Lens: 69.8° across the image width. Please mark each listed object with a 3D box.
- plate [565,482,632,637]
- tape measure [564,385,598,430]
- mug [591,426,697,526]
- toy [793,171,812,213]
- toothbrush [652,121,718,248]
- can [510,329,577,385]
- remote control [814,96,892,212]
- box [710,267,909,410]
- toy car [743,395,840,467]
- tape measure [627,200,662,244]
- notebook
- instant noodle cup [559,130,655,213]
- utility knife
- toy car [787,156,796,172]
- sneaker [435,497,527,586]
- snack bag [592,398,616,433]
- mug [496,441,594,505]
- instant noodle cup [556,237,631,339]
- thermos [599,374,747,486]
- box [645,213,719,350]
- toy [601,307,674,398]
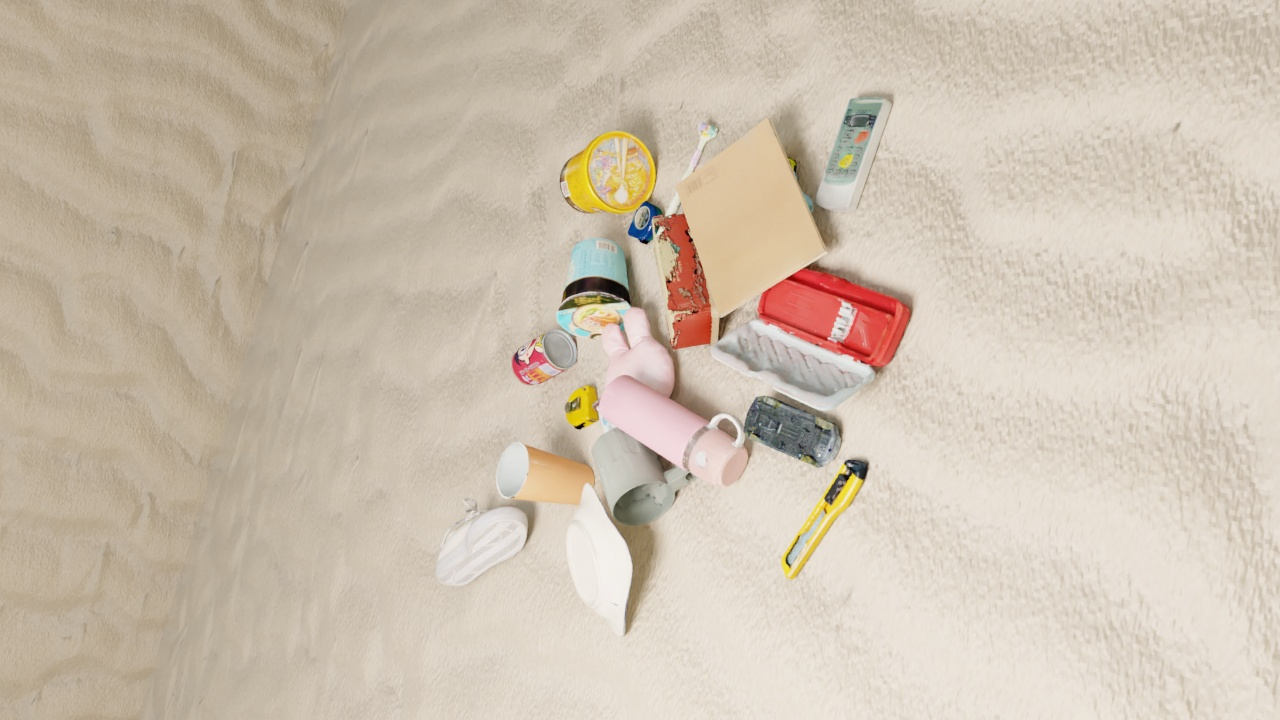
[{"bbox_3d":[-0.060,0.258,1.174,0.163,0.034,0.165,-128,37,-48],"label":"plate"},{"bbox_3d":[-0.088,0.069,1.344,0.057,0.029,0.060,-29,54,42],"label":"tape measure"},{"bbox_3d":[0.006,0.136,1.171,0.124,0.084,0.103,-31,46,6],"label":"mug"},{"bbox_3d":[0.135,-0.172,1.144,0.156,0.049,0.162,42,117,41],"label":"toy"},{"bbox_3d":[0.059,-0.244,1.297,0.020,0.029,0.190,-42,-23,-79],"label":"toothbrush"},{"bbox_3d":[-0.152,-0.003,1.421,0.094,0.066,0.066,-27,56,43],"label":"can"},{"bbox_3d":[0.245,-0.238,1.062,0.056,0.019,0.135,21,93,52],"label":"remote control"},{"bbox_3d":[0.185,-0.026,1.016,0.159,0.065,0.201,-52,38,-7],"label":"box"},{"bbox_3d":[0.168,0.078,1.017,0.121,0.036,0.054,22,93,43],"label":"toy car"},{"bbox_3d":[0.010,-0.200,1.334,0.054,0.025,0.058,36,108,49],"label":"tape measure"},{"bbox_3d":[0.126,-0.174,1.107,0.150,0.012,0.211,-32,56,26],"label":"notebook"},{"bbox_3d":[-0.057,-0.274,1.380,0.115,0.118,0.118,1,76,59],"label":"instant noodle cup"},{"bbox_3d":[0.191,0.166,0.967,0.154,0.015,0.033,-61,36,15],"label":"utility knife"},{"bbox_3d":[0.153,-0.240,1.167,0.105,0.032,0.048,21,92,51],"label":"toy car"},{"bbox_3d":[-0.246,0.265,1.422,0.243,0.089,0.090,-43,41,41],"label":"sneaker"},{"bbox_3d":[-0.037,0.087,1.275,0.048,0.026,0.104,-45,44,22],"label":"snack bag"},{"bbox_3d":[-0.129,0.164,1.279,0.078,0.122,0.078,-25,56,44],"label":"mug"},{"bbox_3d":[-0.064,-0.109,1.335,0.111,0.111,0.120,-34,43,39],"label":"instant noodle cup"},{"bbox_3d":[0.042,0.077,1.113,0.199,0.067,0.087,28,107,38],"label":"thermos"},{"bbox_3d":[0.049,-0.103,1.174,0.091,0.077,0.168,85,176,-59],"label":"box"},{"bbox_3d":[-0.007,0.007,1.245,0.122,0.054,0.159,-32,58,35],"label":"toy"}]
